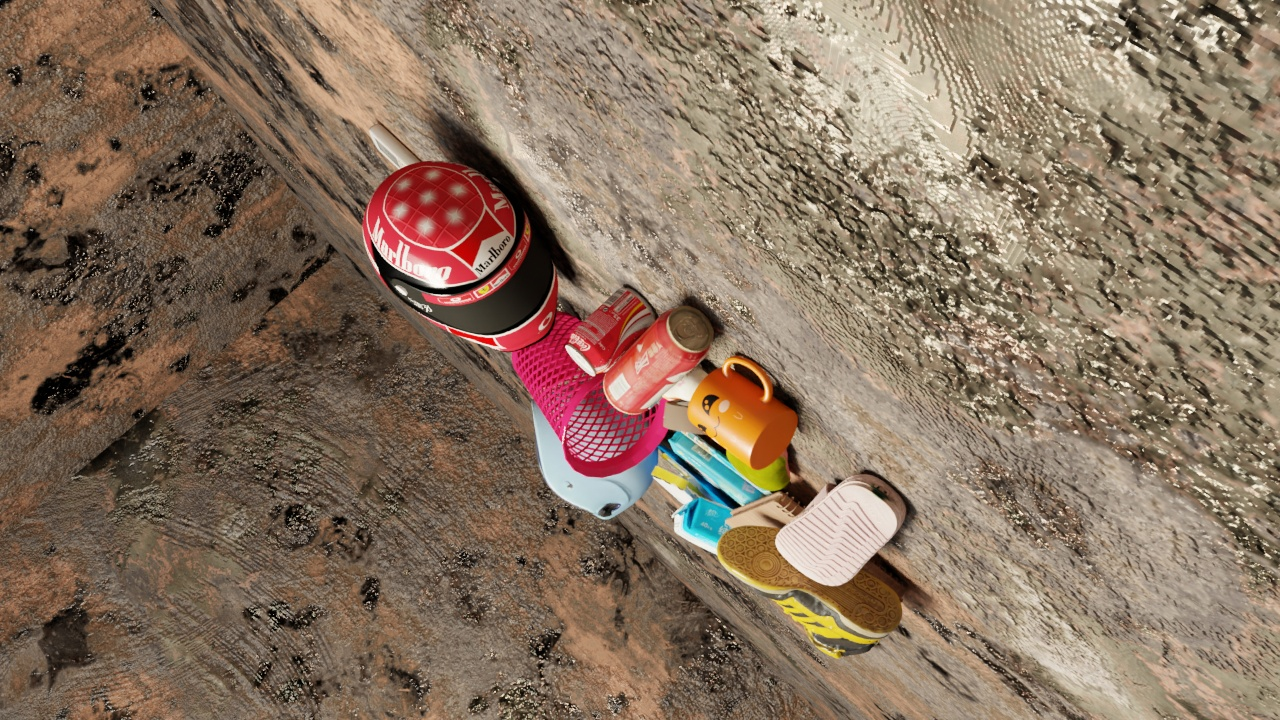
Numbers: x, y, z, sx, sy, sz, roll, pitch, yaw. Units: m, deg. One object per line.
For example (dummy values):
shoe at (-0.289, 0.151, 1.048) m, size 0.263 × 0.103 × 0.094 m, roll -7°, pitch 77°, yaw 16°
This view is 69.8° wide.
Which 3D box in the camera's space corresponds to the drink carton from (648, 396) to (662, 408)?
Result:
drink carton at (-0.007, 0.007, 1.204) m, size 0.039 × 0.044 × 0.129 m, roll 26°, pitch 151°, yaw 50°

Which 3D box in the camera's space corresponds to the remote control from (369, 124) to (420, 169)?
remote control at (-0.383, -0.323, 1.481) m, size 0.138 × 0.025 × 0.060 m, roll 43°, pitch 166°, yaw 12°

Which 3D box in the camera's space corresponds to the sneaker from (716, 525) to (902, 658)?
sneaker at (0.209, 0.298, 1.182) m, size 0.239 × 0.085 × 0.122 m, roll 24°, pitch 148°, yaw 17°

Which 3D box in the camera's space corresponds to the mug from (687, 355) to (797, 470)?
mug at (0.115, 0.049, 1.008) m, size 0.096 × 0.077 × 0.113 m, roll 37°, pitch 133°, yaw 34°

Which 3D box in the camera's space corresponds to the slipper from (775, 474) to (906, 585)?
slipper at (0.235, 0.186, 1.046) m, size 0.094 × 0.064 × 0.240 m, roll 43°, pitch 149°, yaw 10°

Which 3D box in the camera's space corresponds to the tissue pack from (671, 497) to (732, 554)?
tissue pack at (0.121, 0.250, 1.352) m, size 0.144 × 0.061 × 0.093 m, roll 26°, pitch 162°, yaw -3°

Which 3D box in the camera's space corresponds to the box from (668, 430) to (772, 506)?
box at (0.133, 0.165, 1.280) m, size 0.227 × 0.039 × 0.182 m, roll 36°, pitch 171°, yaw 21°

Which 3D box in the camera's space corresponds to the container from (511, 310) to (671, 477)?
container at (-0.086, 0.033, 1.359) m, size 0.226 × 0.183 × 0.183 m, roll 43°, pitch 168°, yaw 44°

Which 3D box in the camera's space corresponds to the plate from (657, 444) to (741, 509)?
plate at (0.118, 0.204, 1.481) m, size 0.224 × 0.024 × 0.224 m, roll 41°, pitch 175°, yaw 4°

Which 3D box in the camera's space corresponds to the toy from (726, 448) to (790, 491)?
toy at (0.150, 0.122, 1.134) m, size 0.090 × 0.051 × 0.110 m, roll 41°, pitch 163°, yaw 10°

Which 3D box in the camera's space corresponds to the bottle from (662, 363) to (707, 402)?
bottle at (0.049, 0.021, 1.123) m, size 0.109 × 0.063 × 0.063 m, roll 30°, pitch 159°, yaw 46°

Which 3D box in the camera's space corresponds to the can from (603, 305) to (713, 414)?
can at (0.018, 0.002, 1.040) m, size 0.067 × 0.067 × 0.171 m, roll 46°, pitch 143°, yaw 1°

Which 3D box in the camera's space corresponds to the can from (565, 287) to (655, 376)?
can at (-0.036, -0.035, 1.120) m, size 0.064 × 0.104 × 0.064 m, roll 43°, pitch 166°, yaw 13°

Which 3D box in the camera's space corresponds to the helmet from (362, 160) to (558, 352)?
helmet at (-0.240, -0.148, 1.212) m, size 0.271 × 0.197 × 0.225 m, roll 33°, pitch 164°, yaw 15°

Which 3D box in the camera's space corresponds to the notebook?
notebook at (0.230, 0.257, 1.216) m, size 0.210 × 0.022 × 0.169 m, roll 38°, pitch 153°, yaw -4°

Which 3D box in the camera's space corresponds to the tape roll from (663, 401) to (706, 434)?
tape roll at (0.076, 0.070, 1.131) m, size 0.094 × 0.030 × 0.093 m, roll 5°, pitch -177°, yaw 0°

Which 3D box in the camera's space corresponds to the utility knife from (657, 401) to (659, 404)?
utility knife at (0.046, 0.078, 1.390) m, size 0.120 × 0.015 × 0.022 m, roll 48°, pitch 175°, yaw -15°

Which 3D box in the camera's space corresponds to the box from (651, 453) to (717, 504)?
box at (0.075, 0.194, 1.423) m, size 0.066 × 0.044 × 0.210 m, roll 25°, pitch 168°, yaw 24°

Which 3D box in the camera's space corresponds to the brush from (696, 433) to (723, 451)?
brush at (0.099, 0.092, 1.267) m, size 0.048 × 0.017 × 0.126 m, roll 42°, pitch 166°, yaw 16°

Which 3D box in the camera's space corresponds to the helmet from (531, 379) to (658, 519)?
helmet at (-0.059, 0.143, 1.524) m, size 0.265 × 0.167 × 0.225 m, roll 46°, pitch -152°, yaw -50°
